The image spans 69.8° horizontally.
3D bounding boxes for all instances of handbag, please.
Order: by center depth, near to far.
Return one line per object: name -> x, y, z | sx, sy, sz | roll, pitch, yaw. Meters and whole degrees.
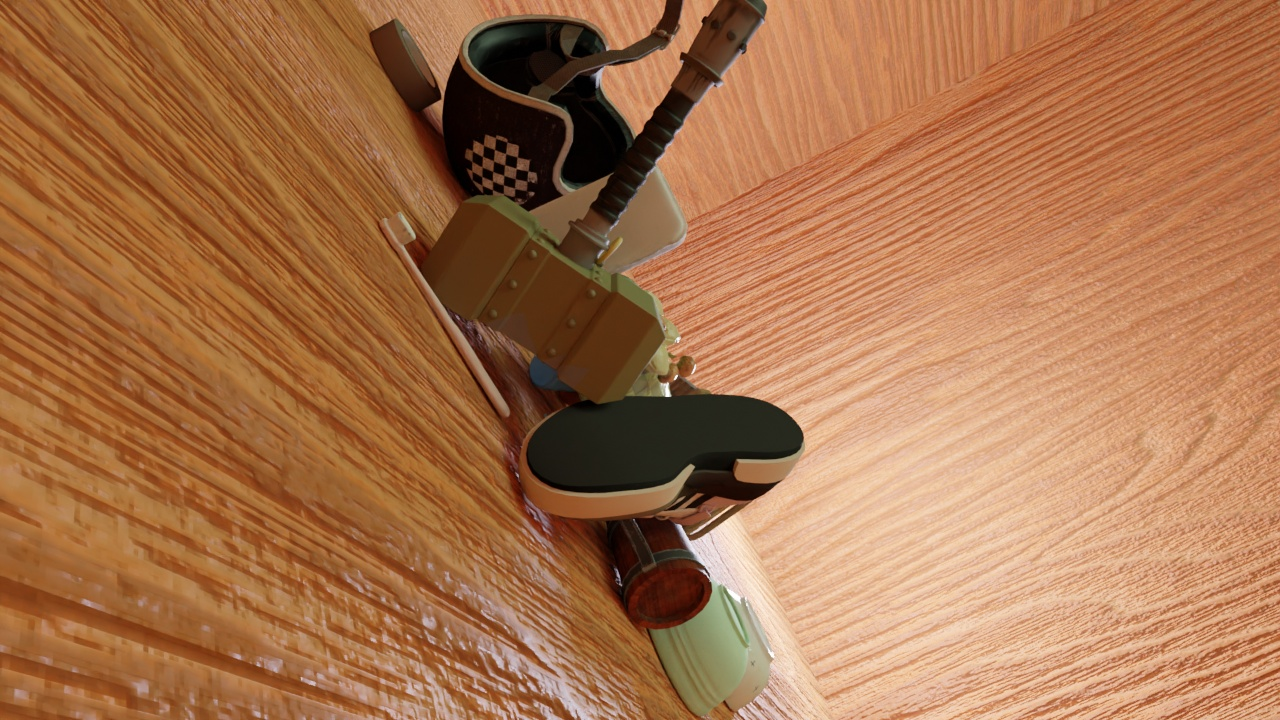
handbag -> -0.005, 0.005, 0.894 | 0.113, 0.117, 0.186 | -56, 130, -46

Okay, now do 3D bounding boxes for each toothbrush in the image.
toothbrush -> -0.144, -0.030, 0.700 | 0.181, 0.018, 0.015 | 62, 7, -21

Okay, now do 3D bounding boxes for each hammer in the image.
hammer -> -0.008, -0.150, 0.732 | 0.190, 0.325, 0.100 | 34, 11, -9

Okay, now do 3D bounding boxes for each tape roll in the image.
tape roll -> -0.252, -0.318, 0.991 | 0.094, 0.030, 0.093 | 63, 5, -10

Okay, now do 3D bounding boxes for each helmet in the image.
helmet -> -0.101, -0.280, 1.036 | 0.254, 0.234, 0.232 | 102, 2, -47

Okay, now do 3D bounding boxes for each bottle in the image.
bottle -> -0.062, 0.013, 0.954 | 0.129, 0.040, 0.040 | 7, 54, -59

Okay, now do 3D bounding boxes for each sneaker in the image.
sneaker -> 0.010, 0.103, 0.788 | 0.293, 0.117, 0.111 | -6, 40, -43

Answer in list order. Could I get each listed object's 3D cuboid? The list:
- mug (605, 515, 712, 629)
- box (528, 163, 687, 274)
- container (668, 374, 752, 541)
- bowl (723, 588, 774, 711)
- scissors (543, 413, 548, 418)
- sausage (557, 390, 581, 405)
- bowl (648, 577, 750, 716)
mug -> 0.005, 0.171, 0.853 | 0.117, 0.081, 0.111 | 59, 3, -38
box -> -0.055, -0.098, 0.864 | 0.105, 0.211, 0.130 | 68, 8, 27
container -> 0.068, 0.145, 1.224 | 0.186, 0.157, 0.250 | 53, -4, 43
bowl -> 0.115, 0.345, 1.132 | 0.153, 0.073, 0.153 | 63, 5, -12
scissors -> -0.078, 0.088, 0.834 | 0.055, 0.015, 0.136 | 62, -1, -33
sausage -> -0.098, -0.024, 1.017 | 0.164, 0.039, 0.044 | 64, 15, 4
bowl -> 0.062, 0.273, 0.929 | 0.151, 0.077, 0.150 | 63, 6, -12
